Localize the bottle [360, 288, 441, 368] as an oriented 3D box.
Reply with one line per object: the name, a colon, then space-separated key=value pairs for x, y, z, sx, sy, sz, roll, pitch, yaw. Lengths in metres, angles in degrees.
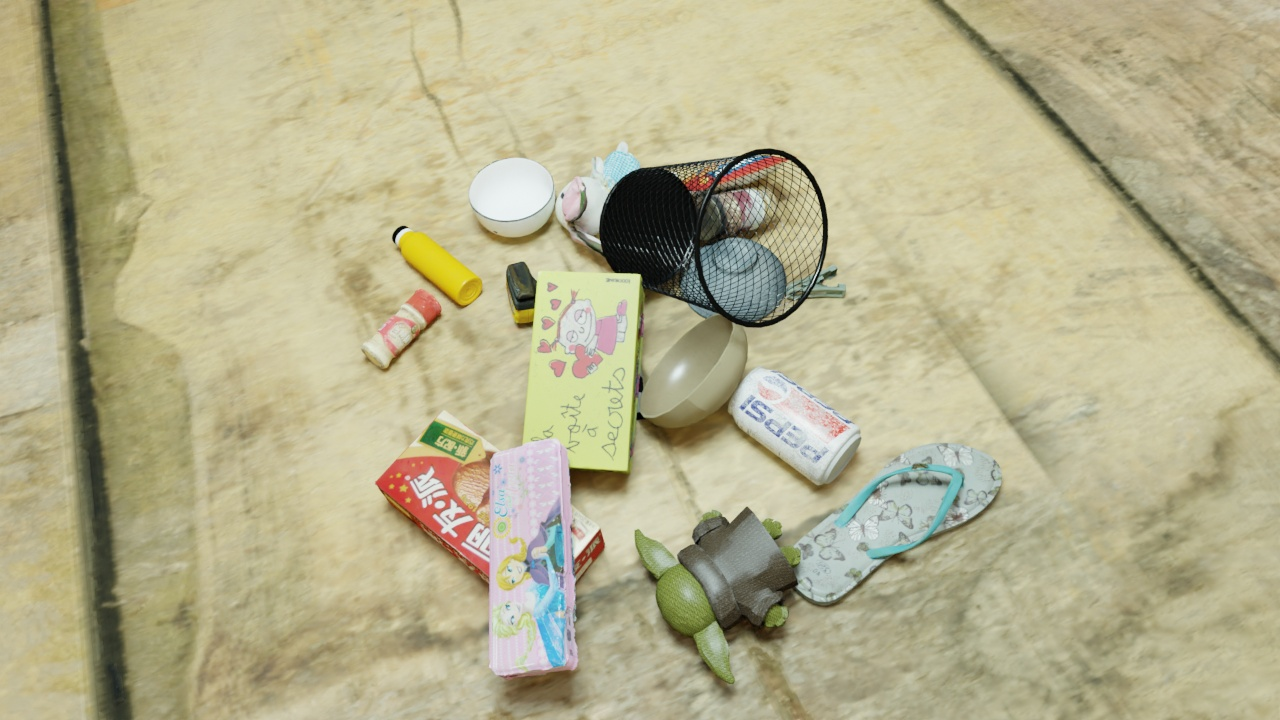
bottle: x=-0.297 y=-0.040 z=1.143 sx=0.044 sy=0.044 sz=0.109 roll=30 pitch=65 yaw=20

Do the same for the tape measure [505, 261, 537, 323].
tape measure: x=-0.145 y=-0.082 z=1.146 sx=0.037 sy=0.064 sz=0.065 roll=-12 pitch=49 yaw=-13

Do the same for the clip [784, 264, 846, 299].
clip: x=0.217 y=-0.093 z=1.153 sx=0.076 sy=0.023 sz=0.059 roll=-12 pitch=57 yaw=-6

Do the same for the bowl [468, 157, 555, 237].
bowl: x=-0.168 y=-0.209 z=1.227 sx=0.113 sy=0.063 sz=0.113 roll=-2 pitch=58 yaw=2

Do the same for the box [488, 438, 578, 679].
box: x=-0.106 y=0.196 z=0.917 sx=0.085 sy=0.053 sz=0.230 roll=-14 pitch=60 yaw=16

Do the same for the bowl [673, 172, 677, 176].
bowl: x=0.032 y=-0.186 z=1.191 sx=0.040 sy=0.110 sz=0.109 roll=28 pitch=57 yaw=-21

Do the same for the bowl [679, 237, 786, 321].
bowl: x=0.117 y=-0.116 z=1.153 sx=0.137 sy=0.057 sz=0.136 roll=-2 pitch=58 yaw=3

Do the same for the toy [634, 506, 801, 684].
toy: x=0.088 y=0.220 z=0.934 sx=0.152 sy=0.078 sz=0.179 roll=-32 pitch=61 yaw=-6

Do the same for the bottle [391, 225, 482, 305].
bottle: x=-0.268 y=-0.128 z=1.195 sx=0.144 sy=0.043 sz=0.043 roll=38 pitch=67 yaw=24

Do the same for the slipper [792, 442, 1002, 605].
slipper: x=0.268 y=0.158 z=0.977 sx=0.268 sy=0.055 sz=0.098 roll=-29 pitch=58 yaw=-12

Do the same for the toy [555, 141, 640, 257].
toy: x=-0.062 y=-0.224 z=1.216 sx=0.106 sy=0.131 sz=0.204 roll=-4 pitch=42 yaw=26

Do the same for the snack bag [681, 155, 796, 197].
snack bag: x=0.119 y=-0.245 z=1.212 sx=0.130 sy=0.039 sz=0.144 roll=-21 pitch=17 yaw=-9

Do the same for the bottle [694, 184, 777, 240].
bottle: x=0.120 y=-0.191 z=1.180 sx=0.105 sy=0.056 sz=0.056 roll=-18 pitch=56 yaw=-33

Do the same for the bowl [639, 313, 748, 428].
bowl: x=0.069 y=0.020 z=1.040 sx=0.050 sy=0.153 sz=0.152 roll=41 pitch=62 yaw=-18

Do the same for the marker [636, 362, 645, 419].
marker: x=-0.007 y=0.006 z=1.109 sx=0.016 sy=0.016 sz=0.140 roll=-6 pitch=58 yaw=0

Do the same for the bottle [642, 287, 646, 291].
bottle: x=-0.029 y=-0.078 z=1.155 sx=0.030 sy=0.030 sz=0.112 roll=38 pitch=68 yaw=23

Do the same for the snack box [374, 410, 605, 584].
snack box: x=-0.164 y=0.166 z=0.994 sx=0.236 sy=0.060 sz=0.113 roll=33 pitch=68 yaw=22

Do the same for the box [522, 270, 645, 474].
box: x=-0.061 y=0.016 z=1.031 sx=0.124 sy=0.081 sz=0.220 roll=5 pitch=78 yaw=6

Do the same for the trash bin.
trash bin: x=0.069 y=-0.143 z=1.034 sx=0.183 sy=0.184 sz=0.210 roll=-43 pitch=31 yaw=-21

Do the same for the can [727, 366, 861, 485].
can: x=0.171 y=0.071 z=1.021 sx=0.136 sy=0.078 sz=0.078 roll=37 pitch=67 yaw=23
